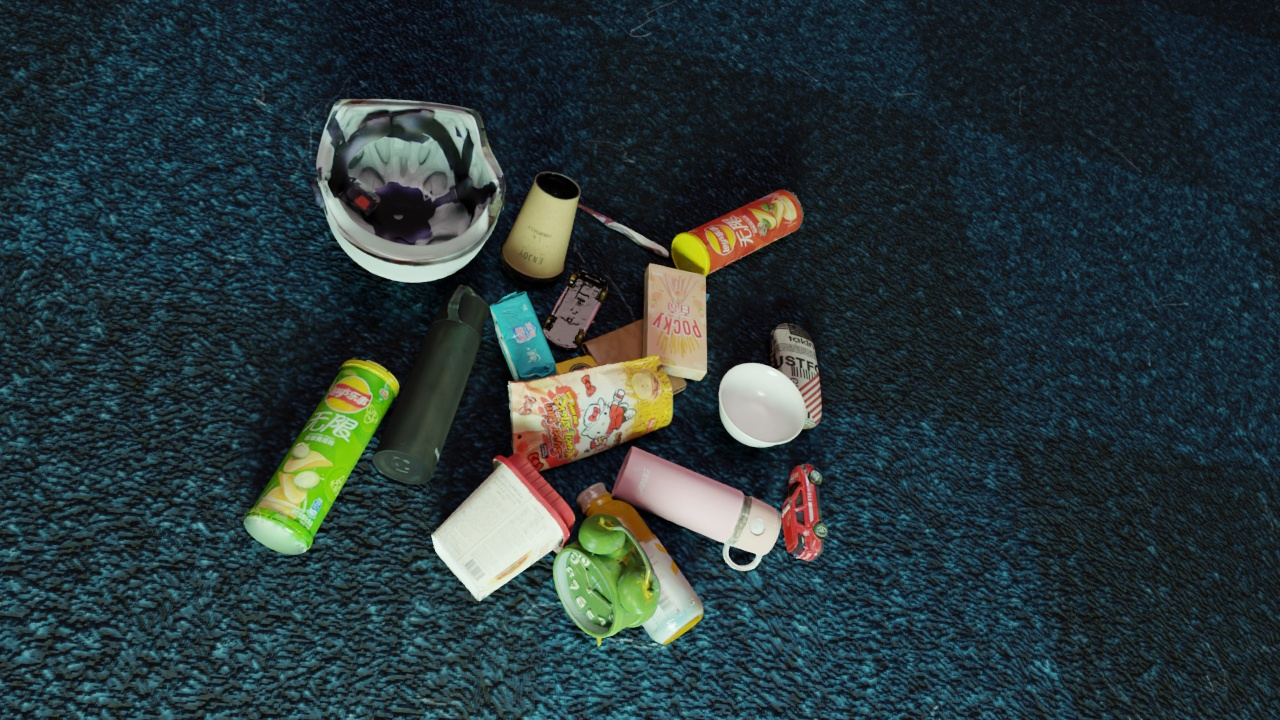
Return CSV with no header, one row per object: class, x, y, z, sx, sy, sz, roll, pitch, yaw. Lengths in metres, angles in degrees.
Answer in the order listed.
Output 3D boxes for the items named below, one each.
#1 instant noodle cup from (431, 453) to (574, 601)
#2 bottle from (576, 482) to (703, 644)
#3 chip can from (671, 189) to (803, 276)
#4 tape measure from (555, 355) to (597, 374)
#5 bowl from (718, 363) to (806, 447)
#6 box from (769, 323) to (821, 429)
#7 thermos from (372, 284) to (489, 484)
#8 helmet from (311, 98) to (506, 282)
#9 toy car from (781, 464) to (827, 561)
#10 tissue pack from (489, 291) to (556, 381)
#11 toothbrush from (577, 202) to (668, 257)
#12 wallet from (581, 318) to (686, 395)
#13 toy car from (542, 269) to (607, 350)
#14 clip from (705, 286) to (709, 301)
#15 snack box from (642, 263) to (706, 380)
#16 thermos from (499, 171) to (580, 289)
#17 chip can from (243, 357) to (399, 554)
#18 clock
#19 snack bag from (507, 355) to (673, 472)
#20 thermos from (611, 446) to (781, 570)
instant noodle cup,-0.150,0.182,0.980,0.124,0.116,0.116,-39,75,-23
bottle,-0.006,0.222,1.024,0.067,0.068,0.189,-25,68,-31
chip can,0.146,-0.187,1.351,0.216,0.073,0.073,-28,70,-32
tape measure,-0.078,0.024,1.156,0.059,0.029,0.057,-18,64,-31
bowl,0.146,0.070,1.183,0.118,0.065,0.118,10,54,-14
box,0.214,0.018,1.253,0.068,0.052,0.164,19,50,-31
thermos,-0.240,0.017,1.066,0.068,0.090,0.241,9,54,5
helmet,-0.294,-0.198,1.157,0.228,0.146,0.258,-6,68,-21
toy car,0.200,0.185,1.131,0.045,0.053,0.120,10,56,-11
tissue pack,-0.139,-0.009,1.114,0.050,0.093,0.133,-19,63,-12
toothbrush,-0.042,-0.194,1.324,0.187,0.016,0.017,29,61,1
wallet,-0.007,0.007,1.201,0.101,0.020,0.115,-25,71,-30
toy car,-0.086,-0.065,1.211,0.056,0.037,0.122,26,65,2
clip,0.067,-0.092,1.290,0.058,0.026,0.038,-6,67,-19
snack box,0.046,-0.053,1.227,0.084,0.026,0.157,11,58,-15
thermos,-0.129,-0.171,1.207,0.093,0.144,0.092,15,41,-13
chip can,-0.339,0.101,0.985,0.072,0.073,0.220,24,53,-3
clock,-0.033,0.224,0.957,0.056,0.162,0.116,-22,66,-40
snack bag,-0.063,0.062,1.087,0.207,0.129,0.073,-14,32,-33
thermos,0.064,0.178,1.087,0.198,0.067,0.087,24,84,-5
